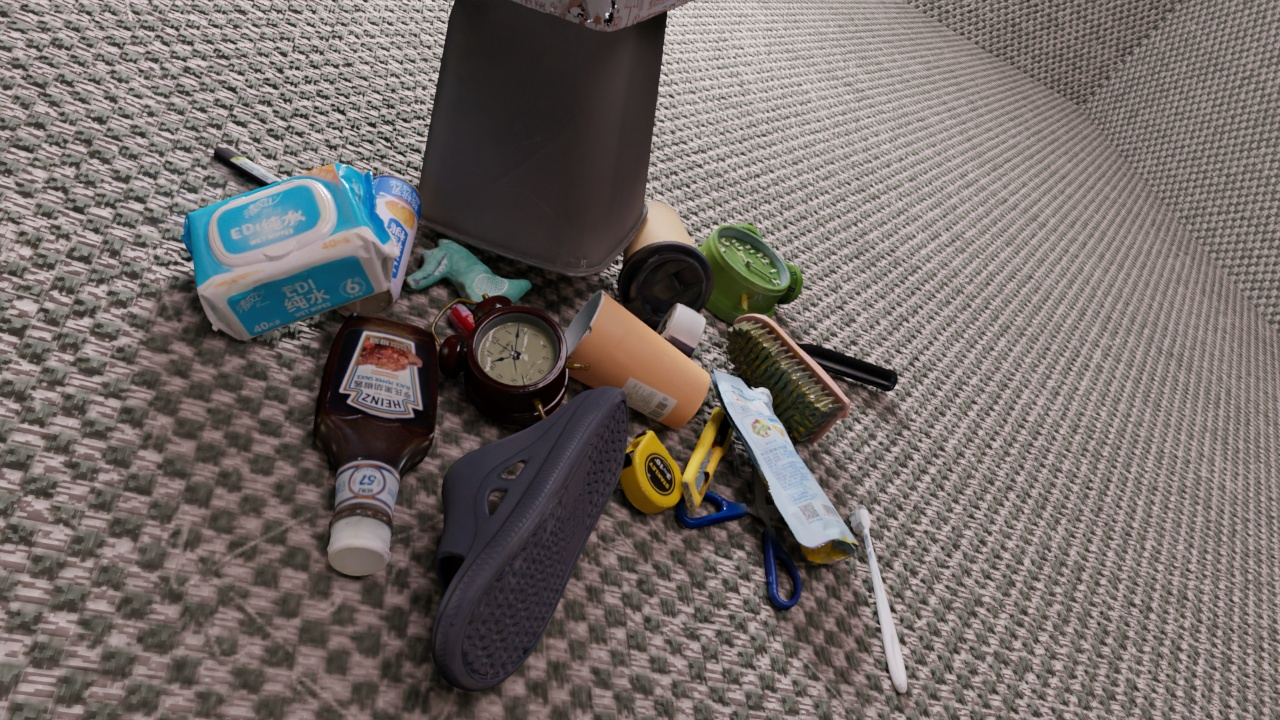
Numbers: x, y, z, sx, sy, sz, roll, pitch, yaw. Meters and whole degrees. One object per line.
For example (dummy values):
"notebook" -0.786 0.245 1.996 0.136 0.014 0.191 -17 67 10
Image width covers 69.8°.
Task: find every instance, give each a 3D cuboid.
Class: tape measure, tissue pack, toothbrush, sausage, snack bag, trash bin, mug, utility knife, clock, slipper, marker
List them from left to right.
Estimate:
"marker" -0.296 -0.139 0.754 0.124 0.015 0.018 33 35 -1
"tissue pack" -0.245 -0.080 0.644 0.140 0.063 0.090 -21 58 -10
"clock" -0.105 -0.004 0.706 0.122 0.055 0.081 34 63 9
"sausage" -0.107 0.007 0.744 0.156 0.020 0.020 47 37 13
"slipper" -0.082 0.103 0.608 0.083 0.111 0.267 11 31 15
"trash bin" -0.081 -0.228 0.821 0.199 0.220 0.198 19 35 8
"mug" -0.005 0.005 0.790 0.122 0.078 0.078 33 35 -14
"tape measure" 0.006 0.094 0.732 0.060 0.029 0.057 54 35 -10
"tape measure" 0.031 -0.019 0.850 0.033 0.066 0.065 29 37 -10
"utility knife" 0.060 0.080 0.788 0.033 0.015 0.154 64 25 -15
"clock" 0.118 -0.099 1.023 0.116 0.056 0.160 48 36 13
"snack bag" 0.123 0.087 0.809 0.110 0.039 0.191 12 42 -49
"toothbrush" 0.192 -0.006 1.006 0.212 0.027 0.026 18 48 -22
"toothbrush" 0.205 0.203 0.797 0.016 0.016 0.179 19 42 -21

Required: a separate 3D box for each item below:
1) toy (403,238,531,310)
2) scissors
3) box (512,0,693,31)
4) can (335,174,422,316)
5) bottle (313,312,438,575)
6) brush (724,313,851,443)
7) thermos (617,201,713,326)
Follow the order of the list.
"toy" -0.153 -0.070 0.786 0.092 0.030 0.096 39 43 11
"scissors" 0.099 0.137 0.781 0.175 0.012 0.162 9 43 -35
"box" -0.085 -0.361 0.717 0.272 0.107 0.177 35 38 8
"can" -0.211 -0.092 0.737 0.053 0.053 0.134 22 38 -21
"bottle" -0.178 0.051 0.615 0.079 0.044 0.194 15 42 -22
"brush" 0.145 0.011 0.918 0.072 0.063 0.145 -18 60 -44
"thermos" 0.019 -0.101 0.920 0.093 0.093 0.143 21 30 -21
